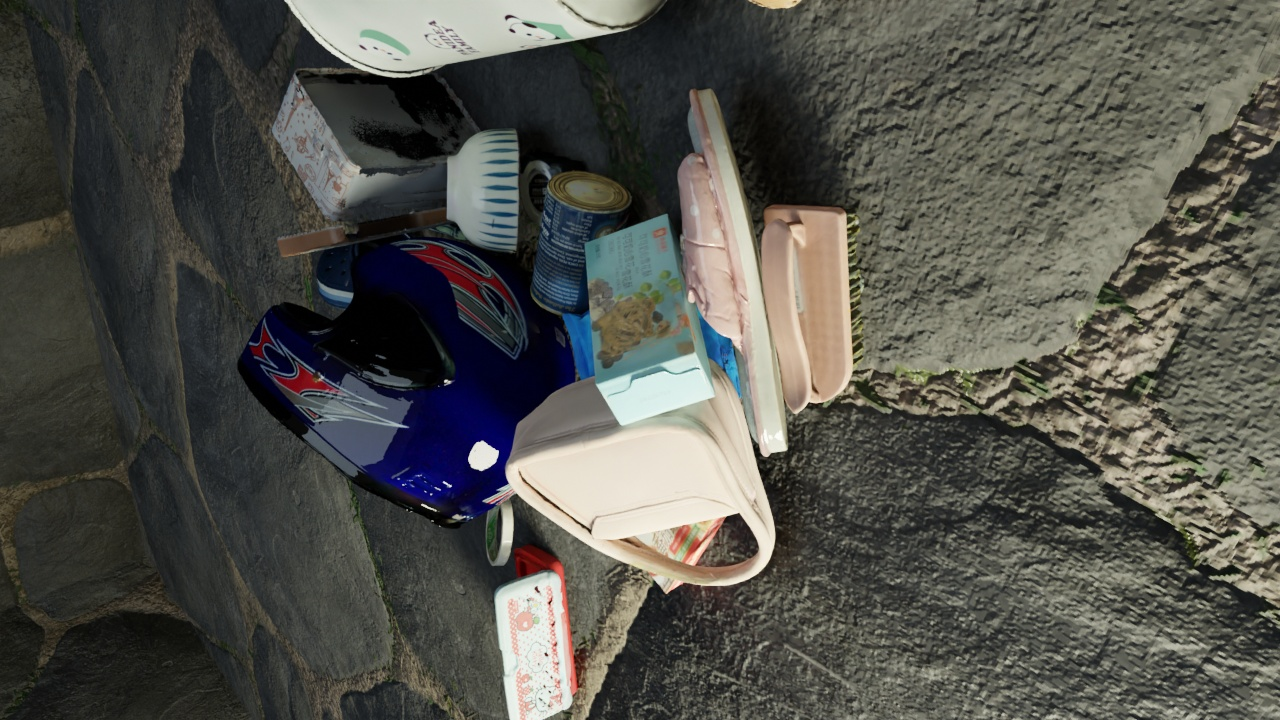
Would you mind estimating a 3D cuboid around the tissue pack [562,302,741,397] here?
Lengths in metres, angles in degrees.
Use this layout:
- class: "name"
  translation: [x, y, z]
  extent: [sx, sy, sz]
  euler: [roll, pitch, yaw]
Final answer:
- class: "tissue pack"
  translation: [0.007, -0.006, 0.781]
  extent: [0.157, 0.052, 0.095]
  euler: [-4, 105, 28]

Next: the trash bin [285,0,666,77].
- class: "trash bin"
  translation: [-0.115, -0.330, 0.676]
  extent: [0.252, 0.228, 0.230]
  euler: [14, 117, 39]

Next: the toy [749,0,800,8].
- class: "toy"
  translation: [0.080, -0.332, 0.551]
  extent: [0.144, 0.082, 0.226]
  euler: [-30, 81, 39]

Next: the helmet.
- class: "helmet"
  translation: [-0.211, -0.003, 0.903]
  extent: [0.315, 0.240, 0.247]
  euler: [34, 176, 16]

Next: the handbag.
- class: "handbag"
  translation: [0.021, 0.115, 0.772]
  extent: [0.194, 0.093, 0.234]
  euler: [-18, 121, 32]

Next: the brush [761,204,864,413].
- class: "brush"
  translation: [0.119, -0.037, 0.650]
  extent: [0.063, 0.072, 0.146]
  euler: [12, 119, 42]

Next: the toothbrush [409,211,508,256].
- class: "toothbrush"
  translation: [-0.209, -0.142, 1.023]
  extent: [0.192, 0.018, 0.016]
  euler: [24, 124, 41]

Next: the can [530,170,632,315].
- class: "can"
  translation: [-0.054, -0.104, 0.816]
  extent: [0.075, 0.075, 0.111]
  euler: [39, 133, 31]

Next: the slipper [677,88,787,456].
- class: "slipper"
  translation: [0.062, -0.059, 0.674]
  extent: [0.054, 0.114, 0.274]
  euler: [-11, 104, 11]

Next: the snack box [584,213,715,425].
- class: "snack box"
  translation: [0.004, -0.036, 0.702]
  extent: [0.174, 0.074, 0.052]
  euler: [-98, -15, -46]

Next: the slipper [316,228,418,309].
- class: "slipper"
  translation: [-0.307, -0.112, 1.079]
  extent: [0.253, 0.104, 0.095]
  euler: [20, 129, 40]

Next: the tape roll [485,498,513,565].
- class: "tape roll"
  translation: [-0.172, 0.206, 1.115]
  extent: [0.086, 0.014, 0.086]
  euler: [-175, 90, -68]

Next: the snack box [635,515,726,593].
- class: "snack box"
  translation: [0.034, 0.151, 0.873]
  extent: [0.075, 0.025, 0.153]
  euler: [47, 137, 23]

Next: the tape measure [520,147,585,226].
- class: "tape measure"
  translation: [-0.083, -0.159, 0.857]
  extent: [0.066, 0.033, 0.066]
  euler: [30, 125, 40]

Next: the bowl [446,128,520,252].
- class: "bowl"
  translation: [-0.149, -0.161, 0.867]
  extent: [0.116, 0.066, 0.116]
  euler: [179, 91, -78]

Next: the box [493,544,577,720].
- class: "box"
  translation: [-0.136, 0.333, 1.095]
  extent: [0.095, 0.101, 0.202]
  euler: [17, 119, 44]

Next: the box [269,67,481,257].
- class: "box"
  translation: [-0.270, -0.176, 0.940]
  extent: [0.185, 0.182, 0.154]
  euler: [-45, 71, 40]
